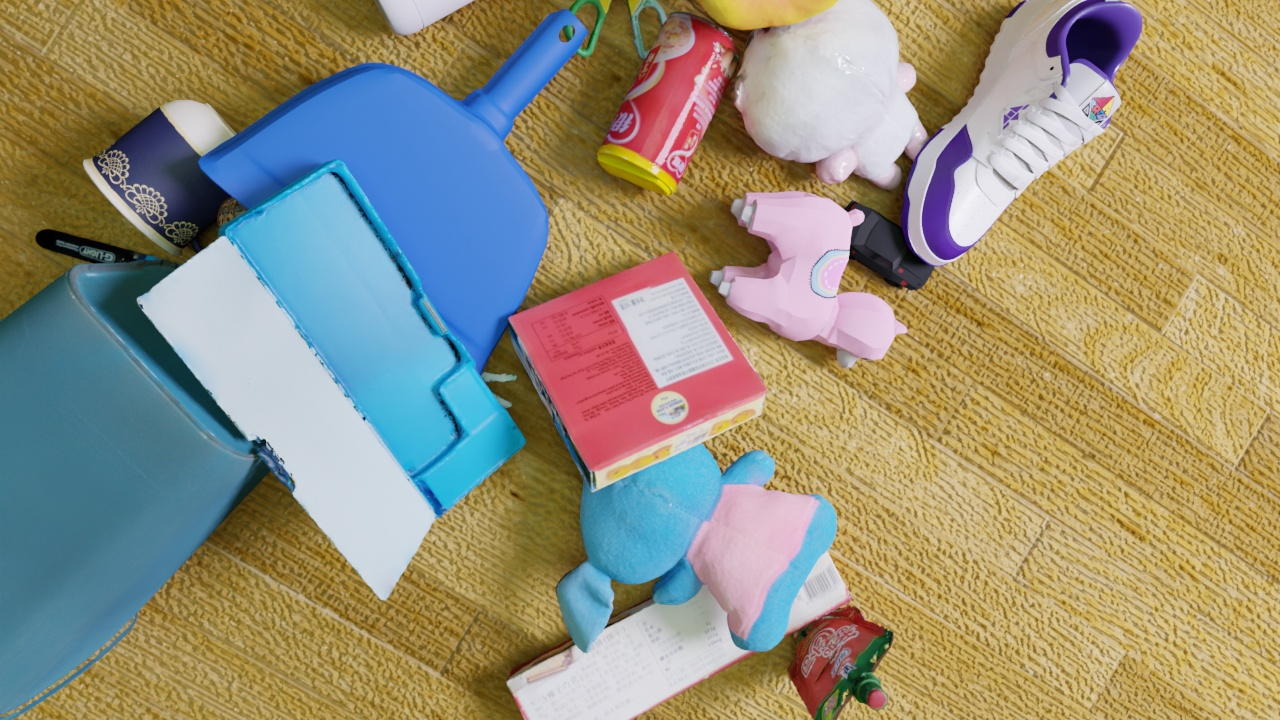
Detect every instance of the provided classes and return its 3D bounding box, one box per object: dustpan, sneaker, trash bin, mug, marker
[{"bbox_3d":[-0.128,-0.153,0.668,0.257,0.059,0.245,-48,115,0],"label":"dustpan"},{"bbox_3d":[0.303,-0.177,0.708,0.091,0.111,0.244,31,85,-27],"label":"sneaker"},{"bbox_3d":[-0.355,0.064,0.589,0.219,0.196,0.199,-41,97,5],"label":"trash bin"},{"bbox_3d":[-0.323,-0.129,0.667,0.089,0.086,0.112,-41,131,-7],"label":"mug"},{"bbox_3d":[-0.390,-0.076,0.688,0.123,0.015,0.018,16,91,-5],"label":"marker"}]

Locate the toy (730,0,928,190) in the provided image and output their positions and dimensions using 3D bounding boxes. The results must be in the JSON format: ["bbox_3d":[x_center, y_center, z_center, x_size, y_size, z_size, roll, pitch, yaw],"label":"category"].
[{"bbox_3d":[0.158,-0.203,0.714,0.179,0.101,0.139,34,88,-31],"label":"toy"}]

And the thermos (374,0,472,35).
[{"bbox_3d":[-0.091,-0.312,0.694,0.230,0.068,0.101,-30,108,-6],"label":"thermos"}]

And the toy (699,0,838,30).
[{"bbox_3d":[0.085,-0.330,0.665,0.147,0.099,0.215,-3,56,2],"label":"toy"}]

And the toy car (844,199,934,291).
[{"bbox_3d":[0.201,-0.092,0.747,0.091,0.036,0.042,31,88,-7],"label":"toy car"}]

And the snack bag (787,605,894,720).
[{"bbox_3d":[0.154,0.231,0.692,0.044,0.155,0.087,39,87,-3],"label":"snack bag"}]

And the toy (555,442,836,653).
[{"bbox_3d":[0.038,0.135,0.691,0.191,0.099,0.223,27,77,9],"label":"toy"}]

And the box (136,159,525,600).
[{"bbox_3d":[-0.196,0.014,0.607,0.174,0.060,0.243,-51,122,-40],"label":"box"}]

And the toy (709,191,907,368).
[{"bbox_3d":[0.138,-0.063,0.720,0.157,0.067,0.123,15,105,-9],"label":"toy"}]

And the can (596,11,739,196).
[{"bbox_3d":[0.022,-0.195,0.707,0.066,0.067,0.124,27,88,-7],"label":"can"}]

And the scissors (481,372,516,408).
[{"bbox_3d":[-0.157,0.001,0.719,0.135,0.016,0.083,4,90,-8],"label":"scissors"}]

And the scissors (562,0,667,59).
[{"bbox_3d":[-0.006,-0.289,0.700,0.108,0.012,0.132,14,113,-29],"label":"scissors"}]

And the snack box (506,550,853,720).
[{"bbox_3d":[0.031,0.221,0.735,0.273,0.044,0.076,-27,89,-6],"label":"snack box"}]

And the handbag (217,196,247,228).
[{"bbox_3d":[-0.245,-0.033,0.675,0.043,0.093,0.196,-1,102,35],"label":"handbag"}]

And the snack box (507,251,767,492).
[{"bbox_3d":[-0.004,0.004,0.680,0.142,0.040,0.145,-23,62,-15],"label":"snack box"}]
